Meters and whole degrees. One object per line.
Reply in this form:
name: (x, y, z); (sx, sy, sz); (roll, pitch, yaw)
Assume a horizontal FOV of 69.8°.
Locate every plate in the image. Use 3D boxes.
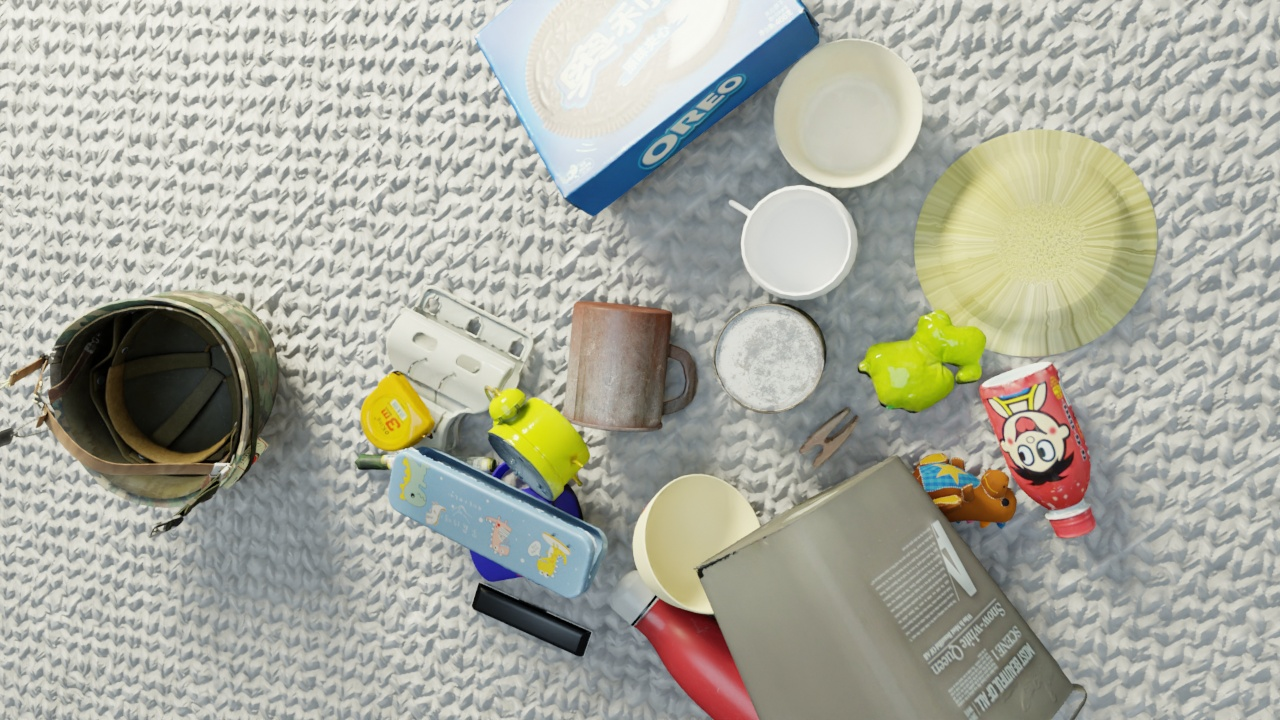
plate: (0.317, -0.094, 0.736); (0.184, 0.036, 0.184); (1, 96, 14)

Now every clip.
clip: (0.167, 0.069, 0.798); (0.061, 0.025, 0.049); (-13, 93, 17)
clip: (-0.186, 0.017, 0.861); (0.125, 0.089, 0.150); (27, 91, 13)

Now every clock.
clock: (-0.098, 0.068, 0.798); (0.119, 0.083, 0.057); (42, 71, 11)

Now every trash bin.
trash bin: (0.177, 0.214, 0.714); (0.198, 0.196, 0.220); (-41, 75, 48)

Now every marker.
marker: (-0.212, 0.102, 0.902); (0.146, 0.017, 0.017); (0, 95, 15)

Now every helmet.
helmet: (-0.444, 0.043, 0.844); (0.192, 0.236, 0.224); (35, 100, -6)

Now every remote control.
remote control: (-0.108, 0.253, 0.893); (0.124, 0.011, 0.028); (20, 100, 12)

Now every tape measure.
tape measure: (-0.223, 0.054, 0.838); (0.059, 0.030, 0.068); (-41, 81, 16)

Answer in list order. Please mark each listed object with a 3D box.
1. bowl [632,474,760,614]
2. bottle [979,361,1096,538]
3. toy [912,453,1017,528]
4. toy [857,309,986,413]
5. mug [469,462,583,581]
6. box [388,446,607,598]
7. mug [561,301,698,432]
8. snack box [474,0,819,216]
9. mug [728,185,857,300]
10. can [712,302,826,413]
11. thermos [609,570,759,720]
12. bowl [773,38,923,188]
bowl: (0.039, 0.166, 0.810); (0.118, 0.117, 0.074); (59, 147, 3)
bottle: (0.326, 0.074, 0.738); (0.062, 0.062, 0.137); (-22, 89, 15)
toy: (0.265, 0.132, 0.775); (0.090, 0.070, 0.103); (8, 121, 1)
toy: (0.236, 0.002, 0.768); (0.094, 0.036, 0.093); (25, 98, 7)
mug: (-0.106, 0.143, 0.853); (0.084, 0.079, 0.111); (-13, 69, 15)
box: (-0.132, 0.138, 0.791); (0.210, 0.052, 0.067); (22, 88, 22)
mug: (-0.005, 0.005, 0.811); (0.122, 0.096, 0.110); (3, 102, -22)
snack box: (-0.002, -0.268, 0.762); (0.239, 0.056, 0.195); (-35, 68, 16)
mug: (0.124, -0.103, 0.769); (0.115, 0.068, 0.094); (33, 102, 9)
can: (0.112, -0.004, 0.779); (0.090, 0.074, 0.090); (1, 95, 13)
thermos: (0.072, 0.276, 0.818); (0.240, 0.073, 0.073); (39, 103, 8)
bowl: (0.170, -0.197, 0.750); (0.115, 0.062, 0.115); (1, 96, 15)
